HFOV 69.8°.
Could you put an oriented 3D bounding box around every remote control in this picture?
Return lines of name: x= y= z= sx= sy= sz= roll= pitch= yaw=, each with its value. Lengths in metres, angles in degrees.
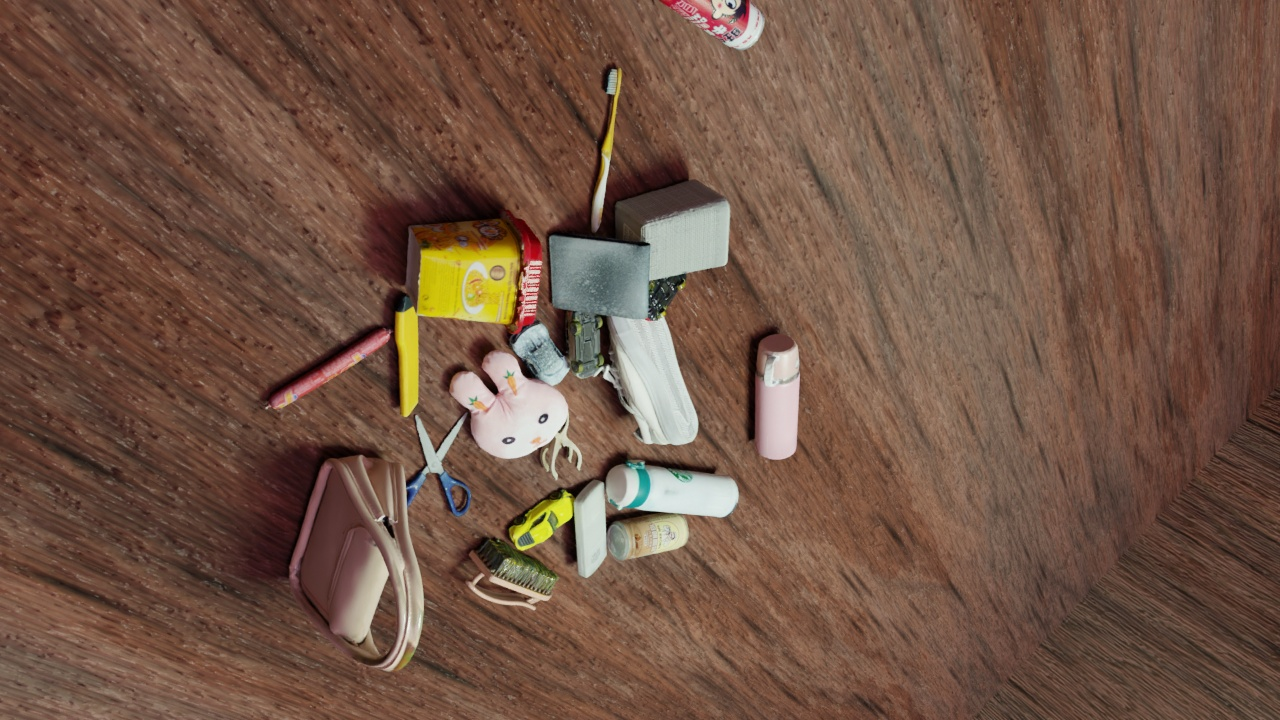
remote control: x=-0.072 y=0.242 z=1.314 sx=0.058 sy=0.021 sz=0.150 roll=-43 pitch=142 yaw=-47

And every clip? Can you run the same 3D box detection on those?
clip: x=-0.096 y=0.104 z=1.212 sx=0.083 sy=0.035 sz=0.104 roll=0 pitch=109 yaw=-34

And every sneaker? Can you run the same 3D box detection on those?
sneaker: x=-0.007 y=0.007 z=1.192 sx=0.089 sy=0.091 sz=0.242 roll=-56 pitch=130 yaw=-51

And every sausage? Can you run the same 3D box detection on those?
sausage: x=-0.331 y=0.009 z=0.981 sx=0.155 sy=0.020 sz=0.020 roll=-34 pitch=133 yaw=-14

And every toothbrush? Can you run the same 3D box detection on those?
toothbrush: x=-0.043 y=-0.236 z=1.043 sx=0.018 sy=0.016 sz=0.192 roll=-2 pitch=119 yaw=-24

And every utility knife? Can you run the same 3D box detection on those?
utility knife: x=-0.261 y=-0.005 z=1.022 sx=0.033 sy=0.015 sz=0.154 roll=-43 pitch=145 yaw=-55

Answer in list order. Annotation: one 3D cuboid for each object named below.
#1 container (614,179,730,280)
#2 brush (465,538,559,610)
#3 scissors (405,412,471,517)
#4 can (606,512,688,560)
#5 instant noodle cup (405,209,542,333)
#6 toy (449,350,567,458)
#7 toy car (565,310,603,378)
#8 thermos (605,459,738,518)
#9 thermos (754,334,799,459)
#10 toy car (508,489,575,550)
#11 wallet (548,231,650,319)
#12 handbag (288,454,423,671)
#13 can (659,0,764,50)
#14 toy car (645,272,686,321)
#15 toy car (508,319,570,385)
container: x=0.035 y=-0.155 z=1.105 sx=0.114 sy=0.090 sz=0.090 roll=-17 pitch=126 yaw=-24
brush: x=-0.174 y=0.301 z=1.260 sx=0.073 sy=0.063 sz=0.145 roll=-53 pitch=137 yaw=-2
scissors: x=-0.256 y=0.140 z=1.129 sx=0.162 sy=0.012 sz=0.175 roll=-40 pitch=132 yaw=-10
can: x=0.011 y=0.262 z=1.375 sx=0.116 sy=0.058 sz=0.059 roll=-4 pitch=119 yaw=-36
instant noodle cup: x=-0.180 y=-0.095 z=0.971 sx=0.123 sy=0.116 sz=0.116 roll=-1 pitch=119 yaw=-24
toy: x=-0.160 y=0.057 z=1.115 sx=0.121 sy=0.054 sz=0.159 roll=-34 pitch=130 yaw=6
toy car: x=-0.071 y=-0.023 z=1.135 sx=0.042 sy=0.035 sz=0.090 roll=-18 pitch=113 yaw=-38
thermos: x=0.047 y=0.189 z=1.350 sx=0.224 sy=0.073 sz=0.073 roll=13 pitch=109 yaw=-41
thermos: x=0.202 y=0.060 z=1.376 sx=0.087 sy=0.067 sz=0.199 roll=-58 pitch=152 yaw=-47
toy car: x=-0.131 y=0.221 z=1.261 sx=0.105 sy=0.032 sz=0.048 roll=-35 pitch=133 yaw=-16
wallet: x=-0.048 y=-0.100 z=1.075 sx=0.019 sy=0.121 sz=0.097 roll=-65 pitch=160 yaw=-56
handbag: x=-0.296 y=0.234 z=1.001 sx=0.093 sy=0.234 sz=0.193 roll=6 pitch=113 yaw=-38
can: x=0.076 y=-0.391 z=1.005 sx=0.132 sy=0.053 sz=0.053 roll=16 pitch=107 yaw=-42
toy car: x=0.025 y=-0.095 z=1.155 sx=0.106 sy=0.031 sz=0.049 roll=-55 pitch=128 yaw=-38
toy car: x=-0.121 y=-0.005 z=1.123 sx=0.049 sy=0.031 sz=0.105 roll=-39 pitch=136 yaw=-8
